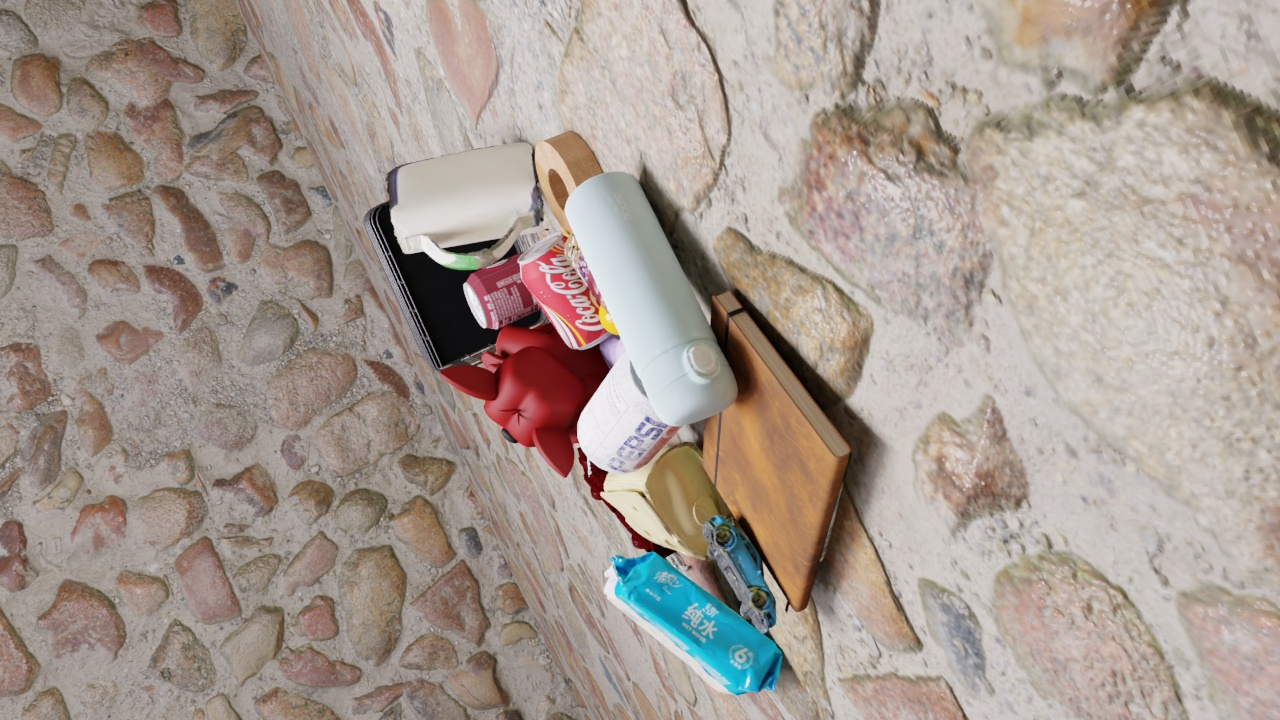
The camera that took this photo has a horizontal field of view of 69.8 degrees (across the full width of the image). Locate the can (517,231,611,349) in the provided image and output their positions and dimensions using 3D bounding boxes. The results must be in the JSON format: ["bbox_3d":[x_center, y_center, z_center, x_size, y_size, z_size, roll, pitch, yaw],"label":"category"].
[{"bbox_3d":[-0.068,-0.067,0.886,0.105,0.064,0.064,56,165,-20],"label":"can"}]

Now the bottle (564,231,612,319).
[{"bbox_3d":[-0.017,-0.071,0.791,0.105,0.056,0.056,54,159,28],"label":"bottle"}]

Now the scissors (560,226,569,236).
[{"bbox_3d":[-0.041,-0.095,0.892,0.131,0.012,0.074,42,154,44],"label":"scissors"}]

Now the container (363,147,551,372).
[{"bbox_3d":[-0.201,-0.106,1.064,0.130,0.162,0.241,13,127,66],"label":"container"}]

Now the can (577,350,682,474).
[{"bbox_3d":[-0.001,0.041,0.807,0.078,0.078,0.136,59,148,15],"label":"can"}]

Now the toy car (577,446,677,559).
[{"bbox_3d":[-0.008,0.151,1.045,0.170,0.061,0.070,41,150,49],"label":"toy car"}]

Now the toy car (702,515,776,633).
[{"bbox_3d":[0.088,0.180,0.785,0.105,0.032,0.048,61,163,21],"label":"toy car"}]

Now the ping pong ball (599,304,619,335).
[{"bbox_3d":[-0.019,-0.044,0.854,0.040,0.040,0.040,52,158,31],"label":"ping pong ball"}]

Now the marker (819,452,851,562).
[{"bbox_3d":[0.137,0.111,0.679,0.017,0.017,0.147,51,157,34],"label":"marker"}]

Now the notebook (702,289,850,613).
[{"bbox_3d":[0.092,0.077,0.725,0.178,0.014,0.250,58,161,35],"label":"notebook"}]

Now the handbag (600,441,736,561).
[{"bbox_3d":[0.031,0.140,0.901,0.111,0.081,0.119,53,160,-7],"label":"handbag"}]

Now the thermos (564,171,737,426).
[{"bbox_3d":[0.008,-0.046,0.701,0.206,0.065,0.078,66,156,22],"label":"thermos"}]

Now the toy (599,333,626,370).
[{"bbox_3d":[-0.005,0.005,0.894,0.080,0.036,0.100,60,167,-24],"label":"toy"}]

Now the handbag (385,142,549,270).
[{"bbox_3d":[-0.166,-0.133,0.897,0.175,0.151,0.074,-107,6,-49],"label":"handbag"}]

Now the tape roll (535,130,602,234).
[{"bbox_3d":[-0.062,-0.160,0.839,0.094,0.027,0.094,52,158,31],"label":"tape roll"}]

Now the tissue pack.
[{"bbox_3d":[0.047,0.275,0.969,0.209,0.066,0.117,37,159,4],"label":"tissue pack"}]

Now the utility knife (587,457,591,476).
[{"bbox_3d":[-0.065,0.045,1.044,0.030,0.017,0.175,159,111,-80],"label":"utility knife"}]

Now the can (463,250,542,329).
[{"bbox_3d":[-0.124,-0.080,0.969,0.063,0.114,0.063,52,158,31],"label":"can"}]

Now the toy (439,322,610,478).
[{"bbox_3d":[-0.096,0.033,0.929,0.158,0.196,0.121,41,119,3],"label":"toy"}]

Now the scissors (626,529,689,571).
[{"bbox_3d":[0.023,0.240,1.156,0.141,0.014,0.172,61,160,-3],"label":"scissors"}]
